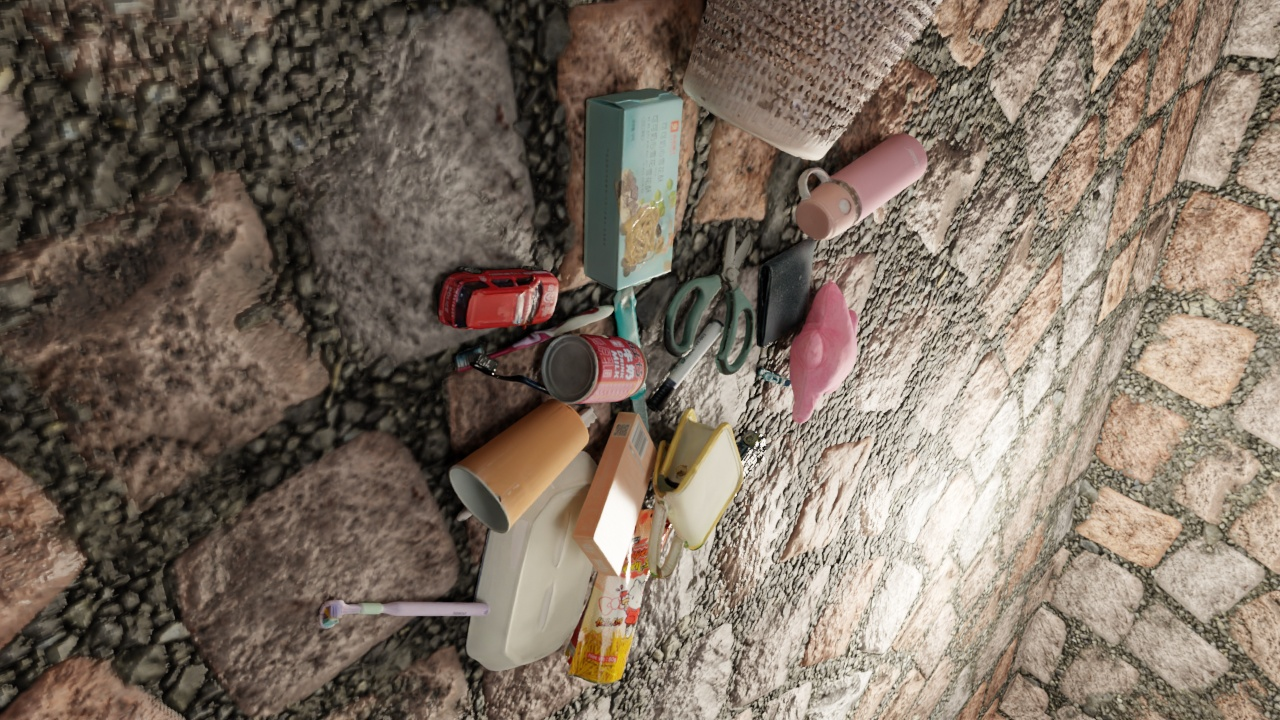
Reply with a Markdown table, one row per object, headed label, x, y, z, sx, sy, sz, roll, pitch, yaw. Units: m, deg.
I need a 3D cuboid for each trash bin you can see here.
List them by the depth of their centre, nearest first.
| label | x | y | z | sx | sy | sz | roll | pitch | yaw |
| --- | --- | --- | --- | --- | --- | --- | --- | --- | --- |
| trash bin | 0.145 | -0.298 | 0.828 | 0.227 | 0.227 | 0.192 | 2 | 122 | -50 |

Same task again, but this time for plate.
| label | x | y | z | sx | sy | sz | roll | pitch | yaw |
| --- | --- | --- | --- | --- | --- | --- | --- | --- | --- |
| plate | -0.101 | 0.223 | 0.984 | 0.161 | 0.034 | 0.266 | -5 | 115 | -48 |

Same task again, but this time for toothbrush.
| label | x | y | z | sx | sy | sz | roll | pitch | yaw |
| --- | --- | --- | --- | --- | --- | --- | --- | --- | --- |
| toothbrush | -0.095 | -0.026 | 0.856 | 0.187 | 0.016 | 0.017 | -24 | 119 | -39 |
| toothbrush | -0.214 | 0.236 | 0.866 | 0.189 | 0.021 | 0.029 | 16 | 106 | -49 |
| toothbrush | -0.100 | 0.022 | 0.867 | 0.189 | 0.014 | 0.016 | 27 | 84 | -59 |
| toothbrush | -0.111 | 0.103 | 0.914 | 0.179 | 0.016 | 0.016 | -39 | 108 | -27 |

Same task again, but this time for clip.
| label | x | y | z | sx | sy | sz | roll | pitch | yaw |
| --- | --- | --- | --- | --- | --- | --- | --- | --- | --- |
| clip | 0.172 | 0.022 | 1.192 | 0.057 | 0.048 | 0.014 | 18 | 98 | -48 |

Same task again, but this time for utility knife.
| label | x | y | z | sx | sy | sz | roll | pitch | yaw |
| --- | --- | --- | --- | --- | --- | --- | --- | --- | --- |
| utility knife | -0.006 | 0.006 | 0.980 | 0.029 | 0.013 | 0.209 | -31 | 134 | -27 |

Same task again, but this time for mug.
| label | x | y | z | sx | sy | sz | roll | pitch | yaw |
| --- | --- | --- | --- | --- | --- | --- | --- | --- | --- |
| mug | -0.110 | 0.094 | 0.868 | 0.122 | 0.078 | 0.078 | -41 | 138 | -33 |

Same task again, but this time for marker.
| label | x | y | z | sx | sy | sz | roll | pitch | yaw |
| --- | --- | --- | --- | --- | --- | --- | --- | --- | --- |
| marker | 0.053 | 0.006 | 1.042 | 0.130 | 0.023 | 0.018 | -51 | 142 | -13 |

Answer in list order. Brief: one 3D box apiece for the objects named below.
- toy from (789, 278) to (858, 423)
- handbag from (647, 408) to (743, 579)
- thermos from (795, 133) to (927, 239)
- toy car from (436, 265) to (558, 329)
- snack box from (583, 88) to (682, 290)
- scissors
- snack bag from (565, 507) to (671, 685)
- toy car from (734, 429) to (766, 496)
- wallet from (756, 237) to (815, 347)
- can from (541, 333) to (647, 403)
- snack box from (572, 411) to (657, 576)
| label | x | y | z | sx | sy | sz | roll | pitch | yaw |
| --- | --- | --- | --- | --- | --- | --- | --- | --- | --- |
| toy | 0.244 | -0.023 | 1.198 | 0.194 | 0.075 | 0.179 | -32 | 132 | -56 |
| handbag | 0.048 | 0.163 | 1.072 | 0.178 | 0.063 | 0.163 | -57 | 151 | -23 |
| thermos | 0.266 | -0.221 | 1.123 | 0.198 | 0.067 | 0.087 | -34 | 103 | -30 |
| toy car | -0.118 | -0.052 | 0.791 | 0.120 | 0.045 | 0.053 | -12 | 122 | -48 |
| snack box | -0.008 | -0.157 | 0.846 | 0.074 | 0.052 | 0.175 | -23 | 128 | -39 |
| scissors | 0.077 | -0.068 | 1.018 | 0.169 | 0.019 | 0.177 | -6 | 104 | -37 |
| snack bag | -0.024 | 0.269 | 1.085 | 0.128 | 0.073 | 0.208 | 18 | 92 | -58 |
| toy car | 0.126 | 0.137 | 1.197 | 0.105 | 0.031 | 0.049 | -49 | 141 | -19 |
| wallet | 0.181 | -0.083 | 1.140 | 0.097 | 0.019 | 0.121 | -30 | 134 | -36 |
| can | -0.042 | 0.008 | 0.889 | 0.093 | 0.066 | 0.066 | 1 | 111 | -57 |
| snack box | -0.023 | 0.141 | 0.981 | 0.084 | 0.026 | 0.156 | 65 | 37 | -46 |
